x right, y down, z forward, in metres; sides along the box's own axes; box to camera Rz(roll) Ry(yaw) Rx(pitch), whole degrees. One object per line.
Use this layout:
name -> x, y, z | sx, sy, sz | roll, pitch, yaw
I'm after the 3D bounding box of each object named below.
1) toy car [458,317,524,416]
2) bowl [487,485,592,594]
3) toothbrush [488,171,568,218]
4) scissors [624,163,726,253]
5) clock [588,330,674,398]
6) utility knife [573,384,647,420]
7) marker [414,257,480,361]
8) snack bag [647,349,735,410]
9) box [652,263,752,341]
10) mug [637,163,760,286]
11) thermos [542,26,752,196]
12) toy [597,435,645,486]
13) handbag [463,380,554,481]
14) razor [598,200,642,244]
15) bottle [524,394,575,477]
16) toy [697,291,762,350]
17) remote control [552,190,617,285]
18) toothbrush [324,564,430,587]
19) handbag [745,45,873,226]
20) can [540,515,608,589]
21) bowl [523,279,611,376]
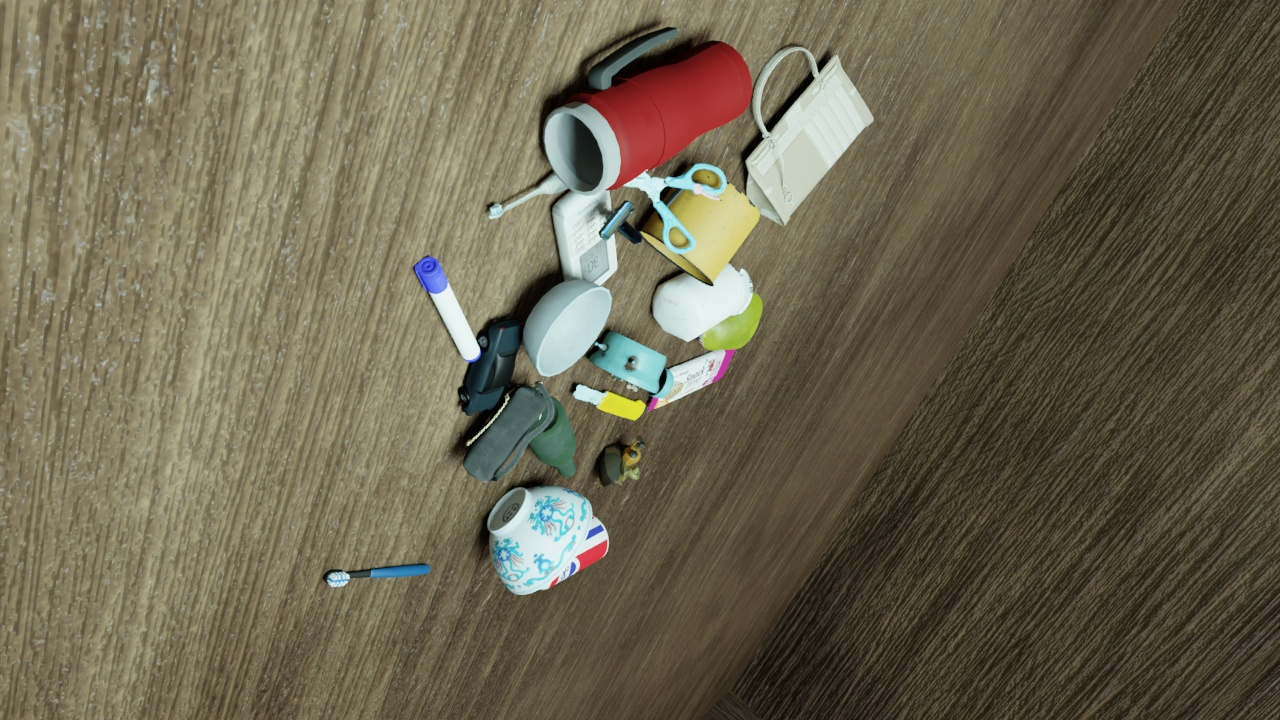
toy car -> -0.146, 0.008, 0.909 | 0.046, 0.034, 0.112 | -18, 139, -51
bowl -> -0.137, 0.201, 1.113 | 0.144, 0.144, 0.074 | -48, 116, -8
toothbrush -> -0.064, -0.169, 0.827 | 0.185, 0.022, 0.024 | -36, 146, -28
scissors -> 0.019, -0.155, 0.905 | 0.140, 0.015, 0.111 | 3, 103, -20
clock -> -0.006, 0.006, 1.086 | 0.053, 0.090, 0.124 | -63, 154, 1
utility knife -> -0.036, 0.053, 1.180 | 0.030, 0.019, 0.223 | -59, 160, 2
marker -> -0.170, -0.042, 0.819 | 0.020, 0.020, 0.142 | -43, 154, -18
snack bag -> 0.080, 0.021, 1.338 | 0.196, 0.016, 0.070 | -20, 139, -50
box -> 0.082, -0.077, 1.138 | 0.142, 0.080, 0.089 | -32, 133, -39
mug -> 0.060, -0.150, 0.974 | 0.094, 0.100, 0.123 | -54, 148, 0
thermos -> 0.009, -0.228, 0.805 | 0.198, 0.084, 0.108 | -36, 132, -35
toy -> -0.021, 0.136, 1.261 | 0.100, 0.062, 0.076 | -49, -179, 42
handbag -> -0.141, 0.075, 0.975 | 0.128, 0.054, 0.079 | -52, -174, 4
razor -> -0.017, -0.131, 0.903 | 0.043, 0.022, 0.144 | -48, 174, 5
bottle -> -0.101, 0.101, 1.090 | 0.055, 0.055, 0.174 | -45, 156, -15
toy -> 0.123, -0.052, 1.273 | 0.109, 0.051, 0.090 | -21, 139, -44
remote control -> -0.054, -0.118, 0.905 | 0.060, 0.025, 0.139 | -41, 154, -22
toothbrush -> -0.283, 0.233, 1.004 | 0.014, 0.014, 0.167 | -65, 154, 2
handbag -> 0.179, -0.284, 1.069 | 0.175, 0.062, 0.198 | -50, 147, -5
can -> -0.109, 0.266, 1.282 | 0.131, 0.070, 0.070 | -18, 139, -51
bowl -> -0.078, -0.038, 0.906 | 0.106, 0.039, 0.106 | -44, 159, -22
